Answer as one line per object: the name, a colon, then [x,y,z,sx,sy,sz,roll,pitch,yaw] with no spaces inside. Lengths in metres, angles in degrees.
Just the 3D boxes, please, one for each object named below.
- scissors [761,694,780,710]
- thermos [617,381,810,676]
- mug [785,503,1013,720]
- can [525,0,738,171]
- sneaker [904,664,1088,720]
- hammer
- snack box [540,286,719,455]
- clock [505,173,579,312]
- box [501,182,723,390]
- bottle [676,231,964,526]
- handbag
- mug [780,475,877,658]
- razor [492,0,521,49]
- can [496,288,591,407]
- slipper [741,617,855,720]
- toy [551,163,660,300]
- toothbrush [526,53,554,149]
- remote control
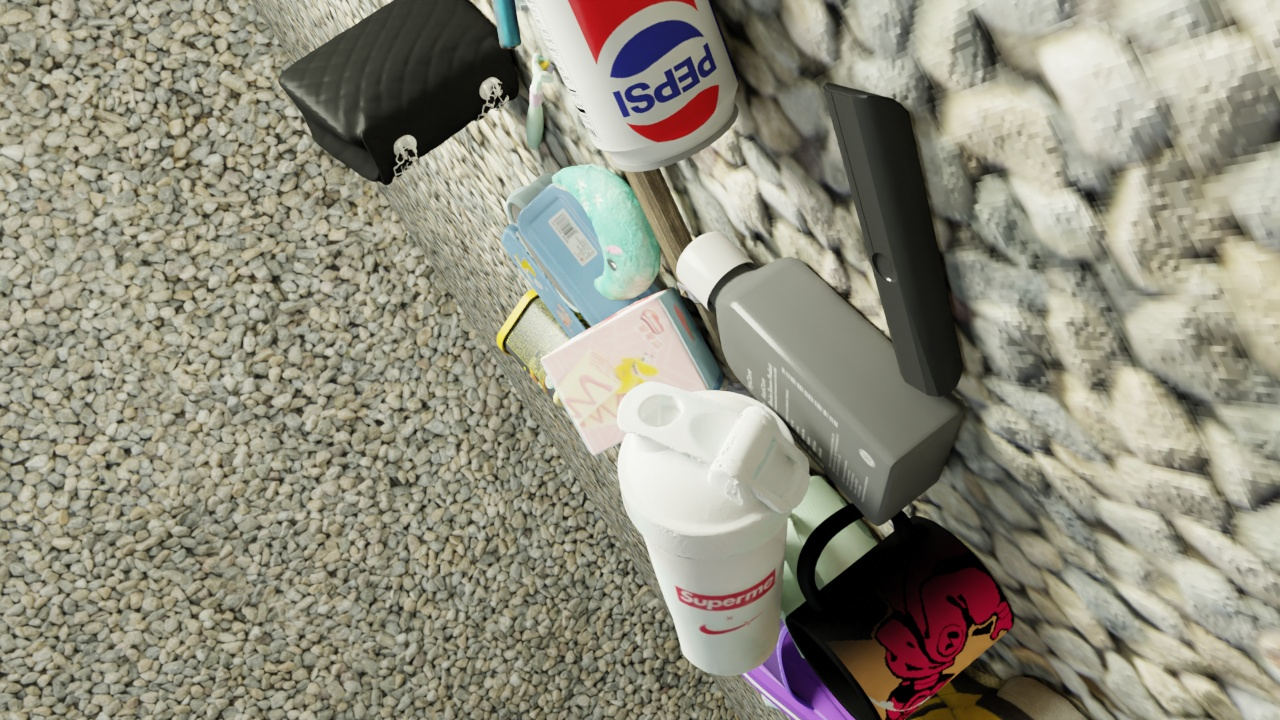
scissors: [0.182,0.319,0.786,0.177,0.170,0.013,16,113,19]
thermos: [0.047,0.104,0.535,0.099,0.099,0.221,46,159,38]
mug: [0.138,0.137,0.526,0.118,0.098,0.082,57,168,-12]
can: [-0.010,-0.151,0.378,0.070,0.070,0.132,39,160,54]
sneaker: [0.190,0.256,0.598,0.086,0.122,0.239,56,168,4]
hammer: [0.016,-0.088,0.560,0.147,0.028,0.317,37,159,58]
snack box: [-0.004,0.004,0.652,0.079,0.095,0.093,62,-167,-4]
clock: [-0.073,-0.106,0.825,0.159,0.045,0.122,33,155,57]
box: [-0.032,-0.034,0.731,0.209,0.043,0.125,53,138,-3]
bottle: [0.084,-0.003,0.480,0.174,0.046,0.084,49,167,28]
handbag: [-0.172,-0.196,0.706,0.125,0.153,0.115,43,160,31]
mug: [0.118,0.136,0.619,0.104,0.084,0.111,62,-167,16]
razor: [-0.083,-0.241,0.489,0.042,0.022,0.144,-146,41,-64]
can: [-0.055,-0.001,0.877,0.101,0.072,0.130,44,-166,36]
slipper: [0.157,0.251,0.770,0.266,0.107,0.084,39,151,52]
toy: [-0.021,-0.088,0.649,0.085,0.033,0.105,11,127,48]
toothbrush: [-0.077,-0.187,0.685,0.022,0.015,0.155,56,169,1]
remote control: [0.102,-0.044,0.365,0.033,0.015,0.147,40,161,52]
